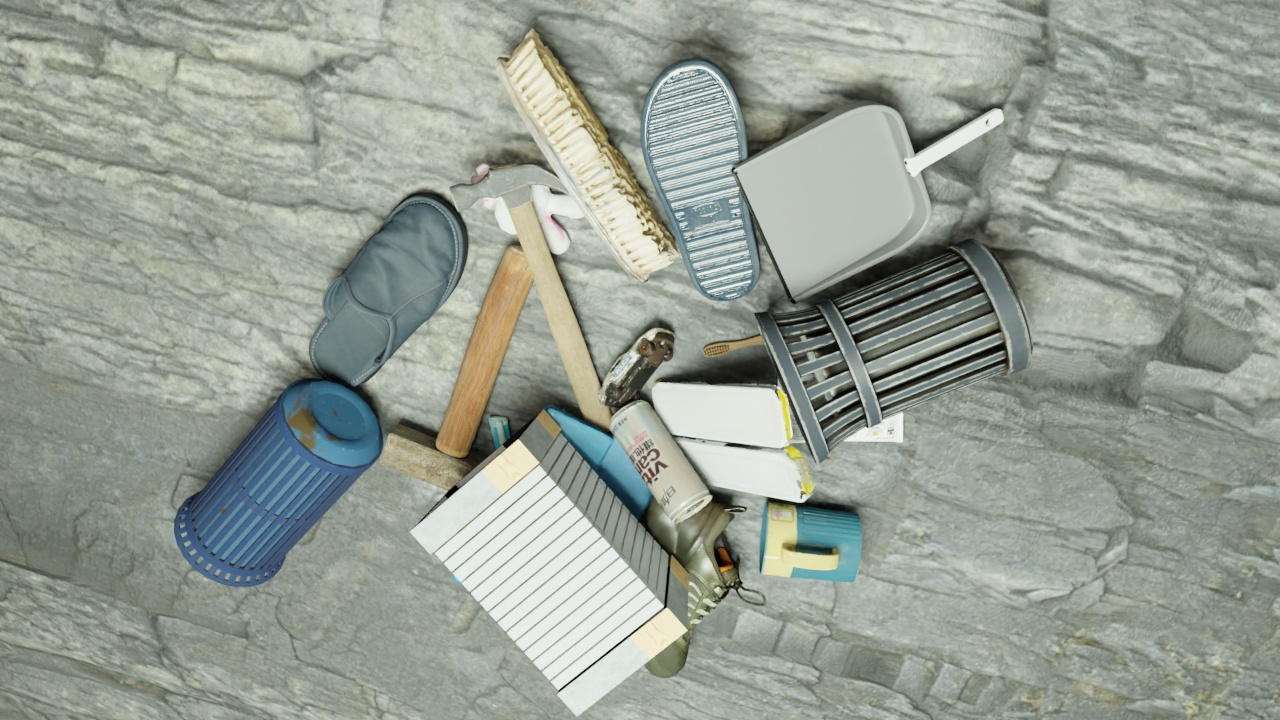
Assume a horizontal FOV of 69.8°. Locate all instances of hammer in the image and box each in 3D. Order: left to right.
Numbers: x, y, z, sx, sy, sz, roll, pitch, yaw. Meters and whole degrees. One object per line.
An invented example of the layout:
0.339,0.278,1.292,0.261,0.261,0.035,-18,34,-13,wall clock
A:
-0.175,0.012,1.043,0.158,0.037,0.301,22,105,-1,hammer
-0.091,-0.056,0.996,0.119,0.030,0.331,-21,114,-4,hammer

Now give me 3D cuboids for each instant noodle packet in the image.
0.221,0.052,1.014,0.134,0.026,0.087,-2,108,10,instant noodle packet

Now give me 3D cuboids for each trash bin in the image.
-0.417,0.139,1.071,0.139,0.139,0.250,44,114,-7,trash bin
-0.083,0.202,0.951,0.142,0.142,0.247,-40,94,9,trash bin
0.250,-0.015,0.910,0.227,0.164,0.164,-23,104,6,trash bin

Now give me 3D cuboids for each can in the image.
0.020,0.110,1.017,0.054,0.054,0.135,-41,69,19,can

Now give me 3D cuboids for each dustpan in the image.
0.236,-0.180,0.903,0.257,0.033,0.163,-30,120,0,dustpan

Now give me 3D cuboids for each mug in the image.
0.190,0.210,1.027,0.107,0.113,0.083,7,96,4,mug

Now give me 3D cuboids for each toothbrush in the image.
0.149,-0.026,1.004,0.167,0.016,0.016,-13,108,12,toothbrush

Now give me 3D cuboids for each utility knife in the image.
-0.162,0.121,1.103,0.022,0.015,0.117,-9,108,-6,utility knife

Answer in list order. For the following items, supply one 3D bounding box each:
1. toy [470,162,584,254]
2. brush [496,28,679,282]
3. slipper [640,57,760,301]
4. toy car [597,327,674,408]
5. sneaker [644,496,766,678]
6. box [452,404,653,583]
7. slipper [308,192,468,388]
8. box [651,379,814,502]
-0.122,-0.170,0.983,0.125,0.037,0.076,25,107,-15,toy
-0.053,-0.203,0.938,0.057,0.083,0.271,-30,101,18,brush
0.064,-0.184,0.936,0.101,0.082,0.264,-11,126,8,slipper
-0.006,0.006,1.025,0.113,0.048,0.040,-52,56,17,toy car
0.079,0.261,1.070,0.143,0.101,0.238,7,104,13,sneaker
-0.089,0.183,1.065,0.174,0.033,0.232,26,98,-20,box
-0.293,-0.066,1.024,0.109,0.083,0.266,41,108,-4,slipper
0.092,0.082,0.978,0.210,0.034,0.129,2,114,54,box
